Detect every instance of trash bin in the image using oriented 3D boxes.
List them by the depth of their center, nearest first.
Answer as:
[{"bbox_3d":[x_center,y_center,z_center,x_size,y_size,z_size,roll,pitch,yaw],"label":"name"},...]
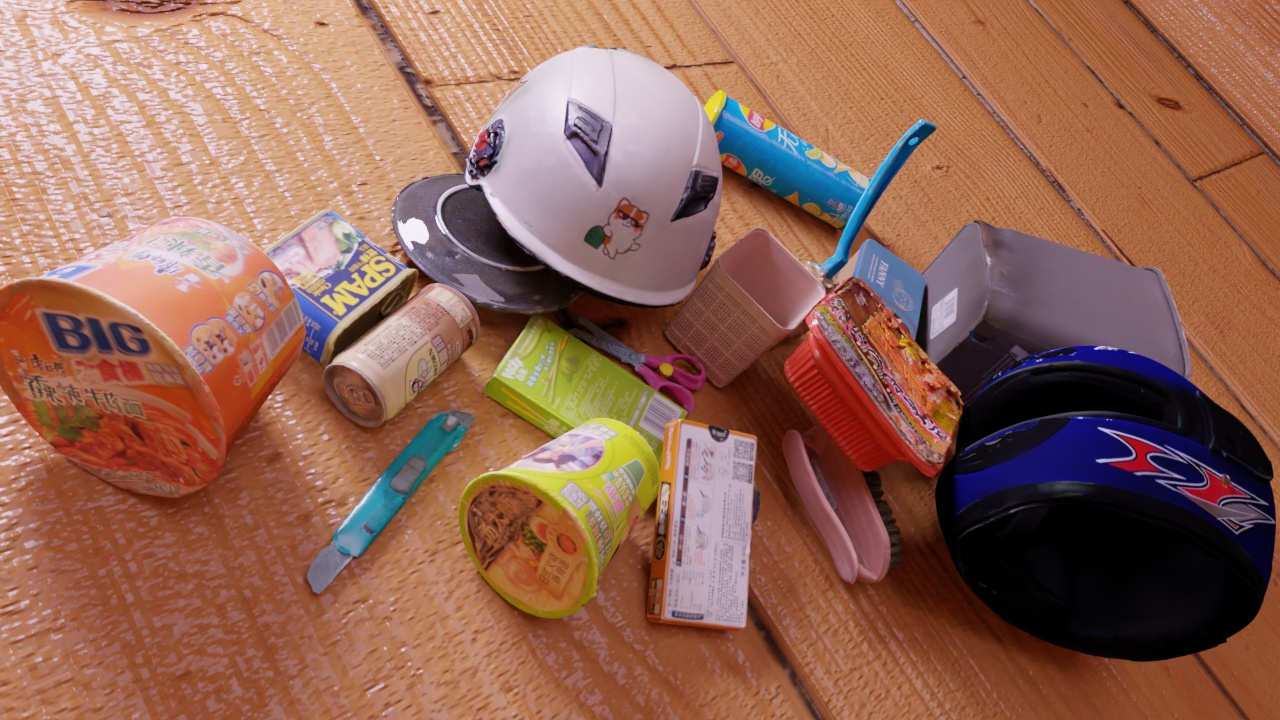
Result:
[{"bbox_3d":[0.417,-0.023,0.985,0.219,0.200,0.198,20,49,-11],"label":"trash bin"}]

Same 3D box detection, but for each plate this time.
[{"bbox_3d":[-0.123,-0.110,0.792,0.179,0.024,0.179,19,41,-17],"label":"plate"}]

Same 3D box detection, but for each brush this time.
[{"bbox_3d":[0.175,0.124,0.801,0.073,0.063,0.145,2,59,-37],"label":"brush"},{"bbox_3d":[0.192,-0.117,0.871,0.083,0.255,0.046,4,38,-44],"label":"brush"}]

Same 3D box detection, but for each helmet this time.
[{"bbox_3d":[-0.021,-0.178,0.790,0.230,0.157,0.273,22,25,-19],"label":"helmet"},{"bbox_3d":[0.396,0.104,0.813,0.315,0.248,0.239,33,44,-25],"label":"helmet"}]

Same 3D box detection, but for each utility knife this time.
[{"bbox_3d":[-0.171,0.090,0.639,0.029,0.013,0.181,36,46,-2],"label":"utility knife"}]

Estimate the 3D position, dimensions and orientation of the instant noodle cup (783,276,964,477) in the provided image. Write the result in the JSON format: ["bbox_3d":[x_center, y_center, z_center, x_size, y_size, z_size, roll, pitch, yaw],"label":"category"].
[{"bbox_3d":[0.198,0.017,0.796,0.164,0.079,0.188,53,31,3],"label":"instant noodle cup"}]

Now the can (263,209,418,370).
[{"bbox_3d":[-0.230,-0.054,0.679,0.083,0.057,0.101,37,45,-1],"label":"can"}]

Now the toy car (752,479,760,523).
[{"bbox_3d":[0.057,0.110,0.752,0.090,0.034,0.042,19,66,-21],"label":"toy car"}]

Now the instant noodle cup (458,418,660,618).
[{"bbox_3d":[-0.046,0.101,0.652,0.111,0.112,0.123,46,38,5],"label":"instant noodle cup"}]

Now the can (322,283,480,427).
[{"bbox_3d":[-0.173,-0.006,0.677,0.058,0.059,0.116,41,45,0],"label":"can"}]

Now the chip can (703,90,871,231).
[{"bbox_3d":[0.161,-0.225,1.045,0.210,0.071,0.071,26,47,-14],"label":"chip can"}]

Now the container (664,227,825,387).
[{"bbox_3d":[0.091,-0.043,0.837,0.090,0.111,0.090,45,46,4],"label":"container"}]

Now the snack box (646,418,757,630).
[{"bbox_3d":[0.049,0.127,0.709,0.075,0.026,0.153,14,72,-25],"label":"snack box"}]

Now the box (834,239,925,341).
[{"bbox_3d":[0.246,-0.050,0.978,0.090,0.061,0.183,32,48,-9],"label":"box"}]

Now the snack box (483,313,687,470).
[{"bbox_3d":[-0.042,0.034,0.753,0.156,0.026,0.085,33,45,-7],"label":"snack box"}]

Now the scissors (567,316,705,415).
[{"bbox_3d":[-0.007,0.006,0.808,0.137,0.017,0.073,23,57,-10],"label":"scissors"}]

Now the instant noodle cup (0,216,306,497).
[{"bbox_3d":[-0.286,-0.009,0.555,0.151,0.152,0.111,34,38,-7],"label":"instant noodle cup"}]
